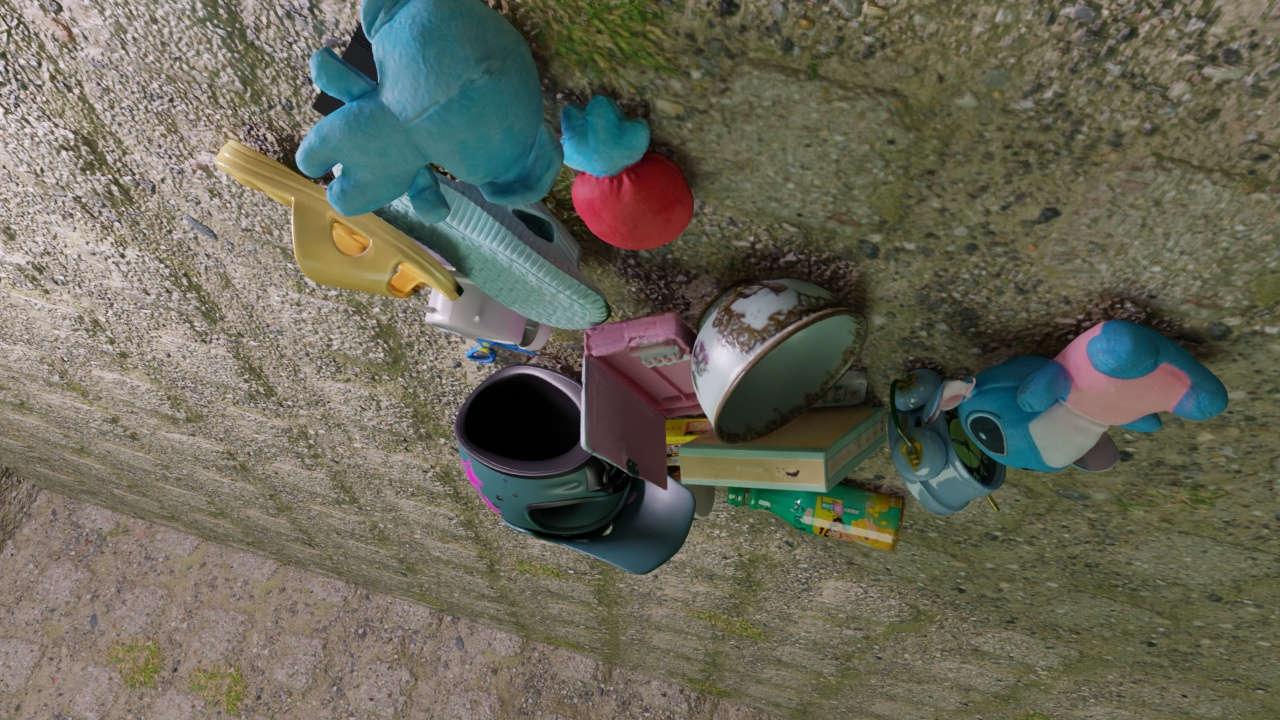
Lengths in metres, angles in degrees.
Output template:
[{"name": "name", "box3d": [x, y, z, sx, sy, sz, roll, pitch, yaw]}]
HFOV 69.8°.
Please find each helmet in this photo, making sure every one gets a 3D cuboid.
[{"name": "helmet", "box3d": [-0.081, 0.128, 1.066, 0.275, 0.176, 0.200, 20, 152, 40]}]

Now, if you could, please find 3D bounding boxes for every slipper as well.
[{"name": "slipper", "box3d": [-0.141, -0.118, 0.806, 0.276, 0.069, 0.116, 32, 152, -7]}, {"name": "slipper", "box3d": [-0.280, -0.109, 0.832, 0.263, 0.078, 0.099, 31, 177, 8]}]

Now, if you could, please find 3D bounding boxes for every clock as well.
[{"name": "clock", "box3d": [0.274, 0.074, 0.848, 0.162, 0.117, 0.060, 28, 140, -31]}, {"name": "clock", "box3d": [-0.153, -0.051, 0.931, 0.120, 0.061, 0.159, 11, 175, 21]}]

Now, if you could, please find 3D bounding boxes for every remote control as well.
[{"name": "remote control", "box3d": [-0.213, -0.218, 0.723, 0.058, 0.013, 0.134, 32, 150, -24]}, {"name": "remote control", "box3d": [0.153, 0.028, 0.903, 0.133, 0.022, 0.050, -4, 149, 5]}]

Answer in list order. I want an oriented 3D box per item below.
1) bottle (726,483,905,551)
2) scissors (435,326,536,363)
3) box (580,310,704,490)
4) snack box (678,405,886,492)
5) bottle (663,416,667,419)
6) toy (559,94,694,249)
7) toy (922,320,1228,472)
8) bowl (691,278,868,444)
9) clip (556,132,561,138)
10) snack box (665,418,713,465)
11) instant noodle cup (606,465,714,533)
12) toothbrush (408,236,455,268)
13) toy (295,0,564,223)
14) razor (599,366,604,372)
[{"name": "bottle", "box3d": [0.212, 0.178, 1.124, 0.210, 0.068, 0.068, 11, 152, 14]}, {"name": "scissors", "box3d": [-0.184, -0.027, 1.058, 0.123, 0.016, 0.126, 30, 152, -26]}, {"name": "box", "box3d": [0.027, 0.050, 0.879, 0.107, 0.115, 0.232, -11, 159, 16]}, {"name": "snack box", "box3d": [0.144, 0.079, 0.894, 0.142, 0.044, 0.193, 0, -171, 30]}, {"name": "bottle", "box3d": [0.001, 0.056, 1.070, 0.123, 0.033, 0.033, 37, 148, -32]}, {"name": "toy", "box3d": [-0.015, -0.141, 0.699, 0.092, 0.062, 0.133, -14, 123, 24]}, {"name": "toy", "box3d": [0.340, 0.029, 0.742, 0.223, 0.098, 0.192, 17, 150, -27]}, {"name": "bowl", "box3d": [0.104, -0.015, 0.791, 0.094, 0.159, 0.160, 53, 167, 27]}, {"name": "clip", "box3d": [-0.085, -0.168, 0.731, 0.045, 0.023, 0.060, 15, 158, 3]}, {"name": "snack box", "box3d": [0.088, 0.095, 1.063, 0.152, 0.025, 0.075, -2, 148, 13]}, {"name": "instant noodle cup", "box3d": [0.021, 0.164, 1.183, 0.122, 0.121, 0.137, -12, 132, 30]}, {"name": "toothbrush", "box3d": [-0.145, -0.091, 0.907, 0.188, 0.018, 0.019, 15, 154, 7]}, {"name": "toy", "box3d": [-0.152, -0.173, 0.648, 0.181, 0.114, 0.183, -31, 113, 12]}, {"name": "razor", "box3d": [-0.006, 0.006, 0.999, 0.144, 0.021, 0.044, -1, 147, 37]}]
